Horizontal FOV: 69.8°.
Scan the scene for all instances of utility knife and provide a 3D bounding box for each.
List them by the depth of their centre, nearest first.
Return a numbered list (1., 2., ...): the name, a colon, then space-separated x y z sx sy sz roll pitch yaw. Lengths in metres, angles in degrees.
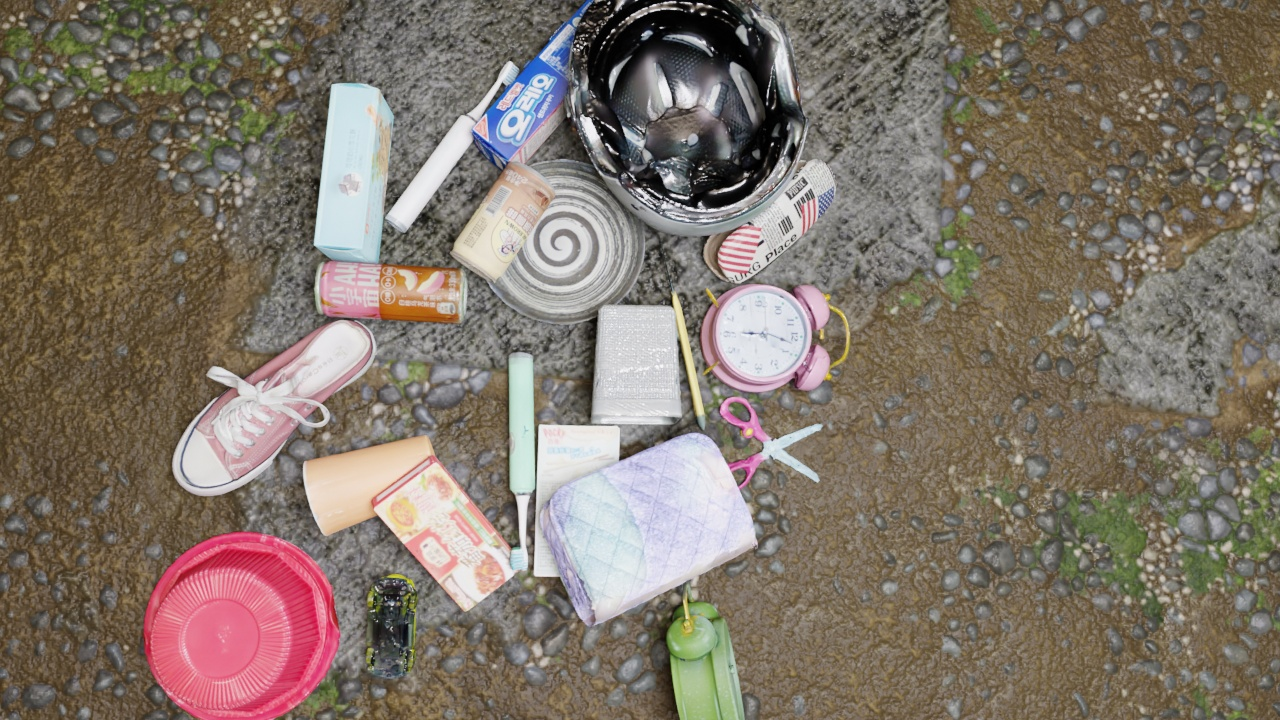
1. utility knife: 0.045 -0.034 0.979 0.022 0.031 0.220 -7 83 -2

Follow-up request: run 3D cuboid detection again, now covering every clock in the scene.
1. clock: 0.062 0.299 0.902 0.056 0.116 0.161 -11 87 5
2. clock: 0.143 -0.025 0.968 0.158 0.060 0.117 2 84 -5

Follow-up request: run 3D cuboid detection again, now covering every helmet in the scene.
1. helmet: 0.048 -0.242 0.938 0.230 0.157 0.274 -22 72 -3

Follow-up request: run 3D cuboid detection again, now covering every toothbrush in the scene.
1. toothbrush: -0.122 0.102 0.944 0.027 0.027 0.224 4 77 -28
2. toothbrush: -0.200 -0.233 0.987 0.026 0.027 0.221 40 81 -38

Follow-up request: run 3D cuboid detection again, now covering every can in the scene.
1. can: -0.140 -0.142 0.940 0.058 0.058 0.116 32 84 0
2. can: -0.254 -0.070 0.946 0.147 0.058 0.058 3 84 -6

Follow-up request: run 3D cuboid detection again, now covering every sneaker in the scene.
1. sneaker: -0.371 0.042 0.916 0.241 0.088 0.118 -40 88 -8

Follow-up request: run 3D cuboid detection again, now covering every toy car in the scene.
1. toy car: -0.250 0.268 0.928 0.048 0.032 0.105 3 95 -3

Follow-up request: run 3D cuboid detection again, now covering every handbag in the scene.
1. handbag: 0.007 0.162 0.909 0.193 0.076 0.134 -20 76 -22

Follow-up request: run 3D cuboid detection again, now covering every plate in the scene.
1. plate: -0.084 -0.126 0.984 0.179 0.024 0.179 0 85 -3

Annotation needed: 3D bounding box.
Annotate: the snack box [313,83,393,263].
1. snack box: -0.296 -0.190 0.952 0.051 0.074 0.174 4 84 -4

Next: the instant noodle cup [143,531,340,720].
1. instant noodle cup: -0.401 0.267 0.902 0.194 0.066 0.193 1 83 -4

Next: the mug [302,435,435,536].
1. mug: -0.266 0.120 0.924 0.122 0.078 0.078 -17 85 -11

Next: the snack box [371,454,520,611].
1. snack box: -0.190 0.173 0.912 0.075 0.025 0.153 -37 114 -8

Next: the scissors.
1. scissors: 0.132 0.098 0.977 0.133 0.017 0.130 35 81 -3

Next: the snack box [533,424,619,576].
1. snack box: -0.066 0.145 0.953 0.084 0.027 0.156 2 84 -3

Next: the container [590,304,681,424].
1. container: -0.006 0.005 0.942 0.090 0.090 0.114 1 81 -4

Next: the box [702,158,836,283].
1. box: 0.144 -0.146 0.970 0.163 0.083 0.075 -42 98 -9

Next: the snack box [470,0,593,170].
1. snack box: -0.094 -0.294 0.983 0.057 0.058 0.207 39 83 1
